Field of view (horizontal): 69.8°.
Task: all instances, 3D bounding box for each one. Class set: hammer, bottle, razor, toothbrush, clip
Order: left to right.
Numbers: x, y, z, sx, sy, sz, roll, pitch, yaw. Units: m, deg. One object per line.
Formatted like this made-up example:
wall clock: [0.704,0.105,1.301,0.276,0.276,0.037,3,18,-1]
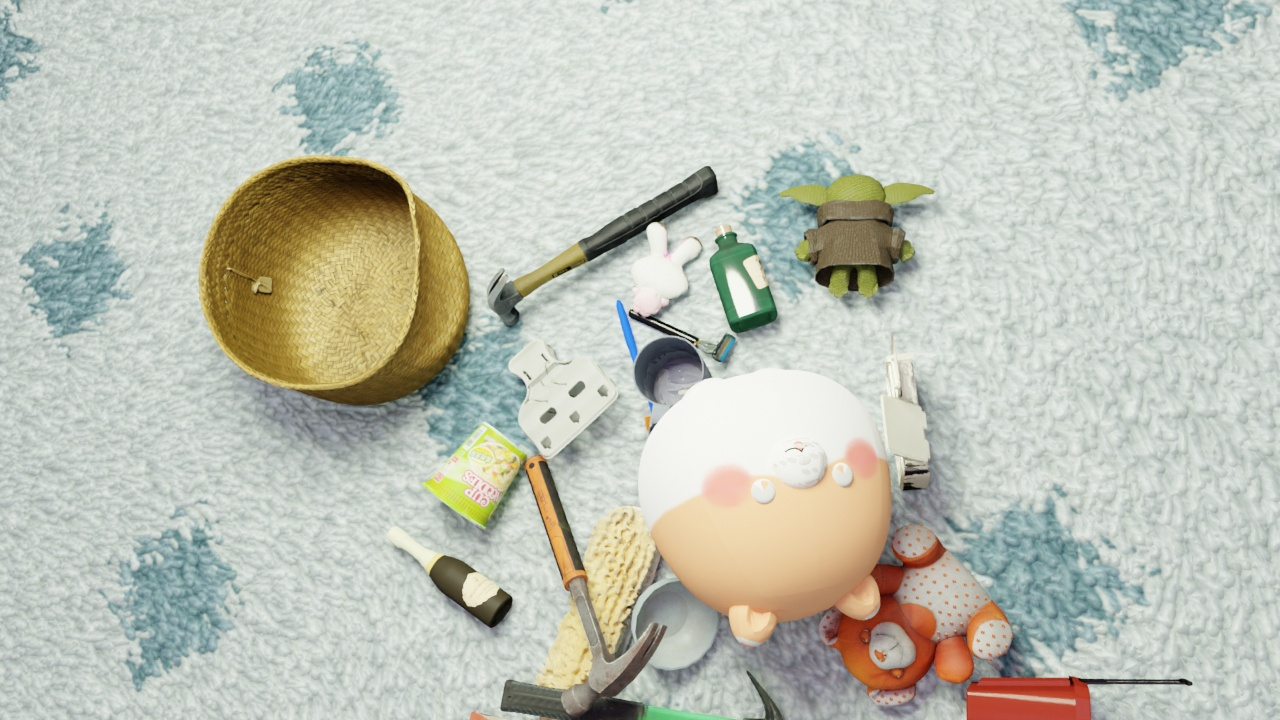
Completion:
bottle: [-0.245,0.264,1.149,0.184,0.045,0.045,30,86,18]
clip: [-0.102,0.044,1.169,0.126,0.096,0.152,-41,51,0]
hammer: [-0.072,0.230,1.059,0.138,0.035,0.314,-39,49,16]
hammer: [-0.050,-0.152,1.172,0.333,0.118,0.025,-30,71,0]
toothbrush: [-0.007,0.007,1.165,0.018,0.016,0.182,-21,74,14]
hammer: [0.003,0.398,1.025,0.319,0.032,0.130,9,82,0]
razor: [0.048,-0.035,1.160,0.144,0.022,0.042,23,58,22]
bottle: [0.121,-0.107,1.136,0.061,0.061,0.131,-18,74,6]

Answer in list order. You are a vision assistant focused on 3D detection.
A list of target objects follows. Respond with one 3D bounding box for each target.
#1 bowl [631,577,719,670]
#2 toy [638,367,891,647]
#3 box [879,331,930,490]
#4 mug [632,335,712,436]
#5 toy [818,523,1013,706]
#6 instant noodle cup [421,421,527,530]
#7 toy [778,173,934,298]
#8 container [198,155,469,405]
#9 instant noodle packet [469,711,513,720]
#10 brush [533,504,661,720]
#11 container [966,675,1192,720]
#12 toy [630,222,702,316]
bowl: [0.035,0.299,1.061,0.106,0.039,0.106,-1,94,-20]
toy: [0.135,0.145,0.962,0.262,0.266,0.280,-10,63,-11]
box: [0.282,0.057,0.994,0.050,0.184,0.143,-7,68,13]
mug: [0.040,0.042,1.099,0.084,0.104,0.123,6,79,14]
toy: [0.289,0.283,0.992,0.172,0.093,0.164,-42,78,4]
instant noodle cup: [-0.201,0.140,1.146,0.099,0.099,0.108,34,79,18]
toy: [0.258,-0.150,1.104,0.179,0.078,0.152,1,71,12]
container: [-0.380,-0.092,1.185,0.307,0.196,0.306,-2,78,11]
instant noodle packet: [-0.117,0.510,1.039,0.221,0.083,0.164,11,98,24]
brush: [-0.048,0.301,1.087,0.083,0.056,0.271,20,83,18]
container: [0.432,0.372,0.908,0.201,0.148,0.127,-2,76,22]
toy: [0.026,-0.113,1.169,0.079,0.038,0.122,25,82,-4]
